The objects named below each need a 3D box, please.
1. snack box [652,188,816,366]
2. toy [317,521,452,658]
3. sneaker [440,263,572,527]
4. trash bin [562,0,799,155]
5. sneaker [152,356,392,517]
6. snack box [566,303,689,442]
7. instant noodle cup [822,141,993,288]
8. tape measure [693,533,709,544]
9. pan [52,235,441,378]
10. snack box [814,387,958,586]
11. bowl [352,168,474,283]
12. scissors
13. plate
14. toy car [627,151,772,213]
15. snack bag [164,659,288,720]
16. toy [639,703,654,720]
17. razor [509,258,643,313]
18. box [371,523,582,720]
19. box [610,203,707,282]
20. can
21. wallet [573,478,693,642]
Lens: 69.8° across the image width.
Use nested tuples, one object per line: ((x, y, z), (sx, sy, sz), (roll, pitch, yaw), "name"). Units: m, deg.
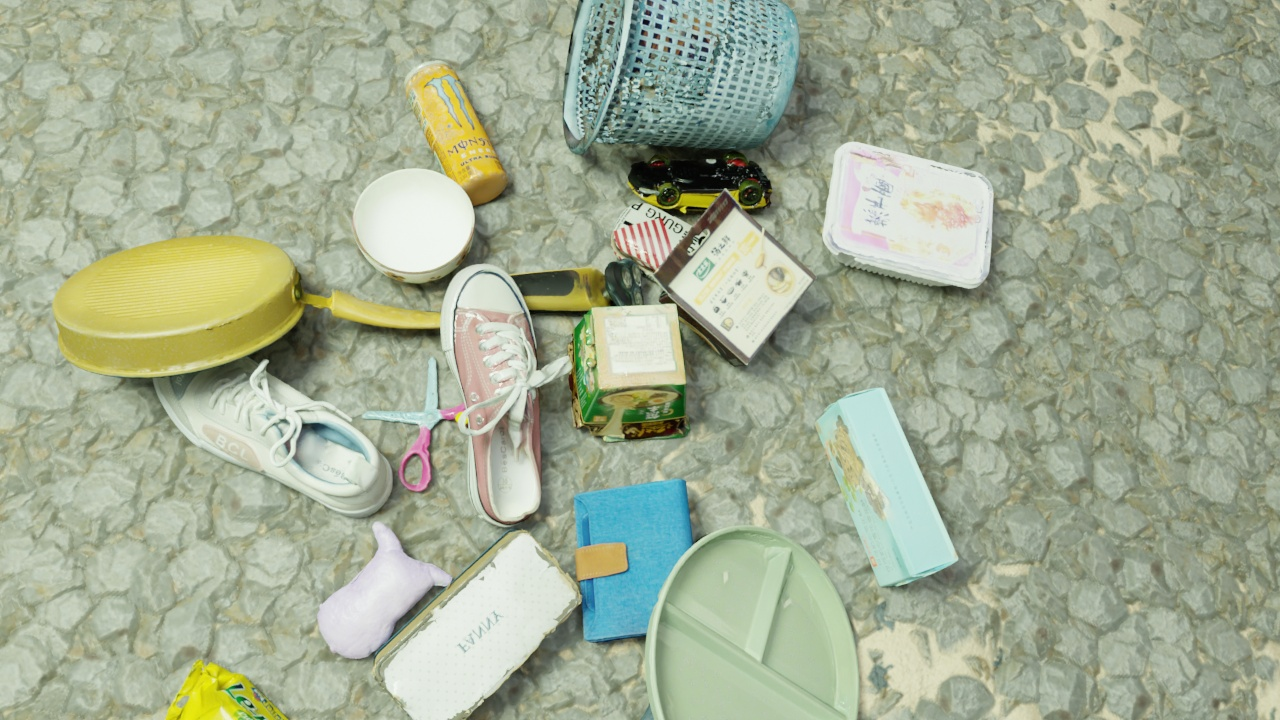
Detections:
((0.085, -0.076, 0.873), (0.125, 0.053, 0.113), (41, 79, -7), "snack box")
((-0.226, 0.201, 0.779), (0.084, 0.039, 0.108), (42, 76, -4), "toy")
((-0.118, 0.025, 0.812), (0.118, 0.088, 0.241), (-1, 79, -32), "sneaker")
((0.043, -0.303, 0.925), (0.195, 0.227, 0.226), (8, 68, -18), "trash bin")
((-0.327, 0.053, 0.795), (0.242, 0.091, 0.089), (30, 68, 5), "sneaker")
((-0.005, 0.005, 0.847), (0.117, 0.106, 0.118), (-3, 71, -10), "snack box")
((0.274, -0.143, 0.964), (0.173, 0.060, 0.137), (13, 69, -1), "instant noodle cup")
((0.068, 0.185, 0.826), (0.057, 0.039, 0.057), (-35, 74, -12), "tape measure")
((-0.318, -0.047, 0.819), (0.357, 0.078, 0.197), (-7, 33, -13), "pan")
((0.224, 0.118, 0.852), (0.051, 0.074, 0.174), (-15, 72, -13), "snack box")
((-0.217, -0.122, 0.889), (0.113, 0.062, 0.113), (3, 68, -8), "bowl")
((-0.192, 0.058, 0.852), (0.133, 0.017, 0.133), (2, 70, -2), "scissors")
((0.095, 0.253, 0.762), (0.230, 0.028, 0.229), (14, 65, -32), "plate")
((0.062, -0.183, 0.954), (0.155, 0.041, 0.071), (-3, 43, -12), "toy car")
((-0.300, 0.364, 0.695), (0.246, 0.068, 0.157), (38, 69, 8), "snack bag")
((0.002, 0.390, 0.715), (0.137, 0.092, 0.355), (12, 70, -16), "toy")
((-0.081, -0.069, 0.890), (0.167, 0.068, 0.062), (-2, 70, -2), "razor")
((-0.131, 0.220, 0.768), (0.184, 0.062, 0.090), (-40, 93, -21), "box")
((0.047, -0.101, 0.918), (0.164, 0.060, 0.072), (28, 92, -2), "box")
((-0.189, -0.231, 0.935), (0.058, 0.058, 0.146), (-23, 74, -15), "can")
((-0.004, 0.175, 0.807), (0.106, 0.040, 0.133), (-10, 67, 10), "wallet")
